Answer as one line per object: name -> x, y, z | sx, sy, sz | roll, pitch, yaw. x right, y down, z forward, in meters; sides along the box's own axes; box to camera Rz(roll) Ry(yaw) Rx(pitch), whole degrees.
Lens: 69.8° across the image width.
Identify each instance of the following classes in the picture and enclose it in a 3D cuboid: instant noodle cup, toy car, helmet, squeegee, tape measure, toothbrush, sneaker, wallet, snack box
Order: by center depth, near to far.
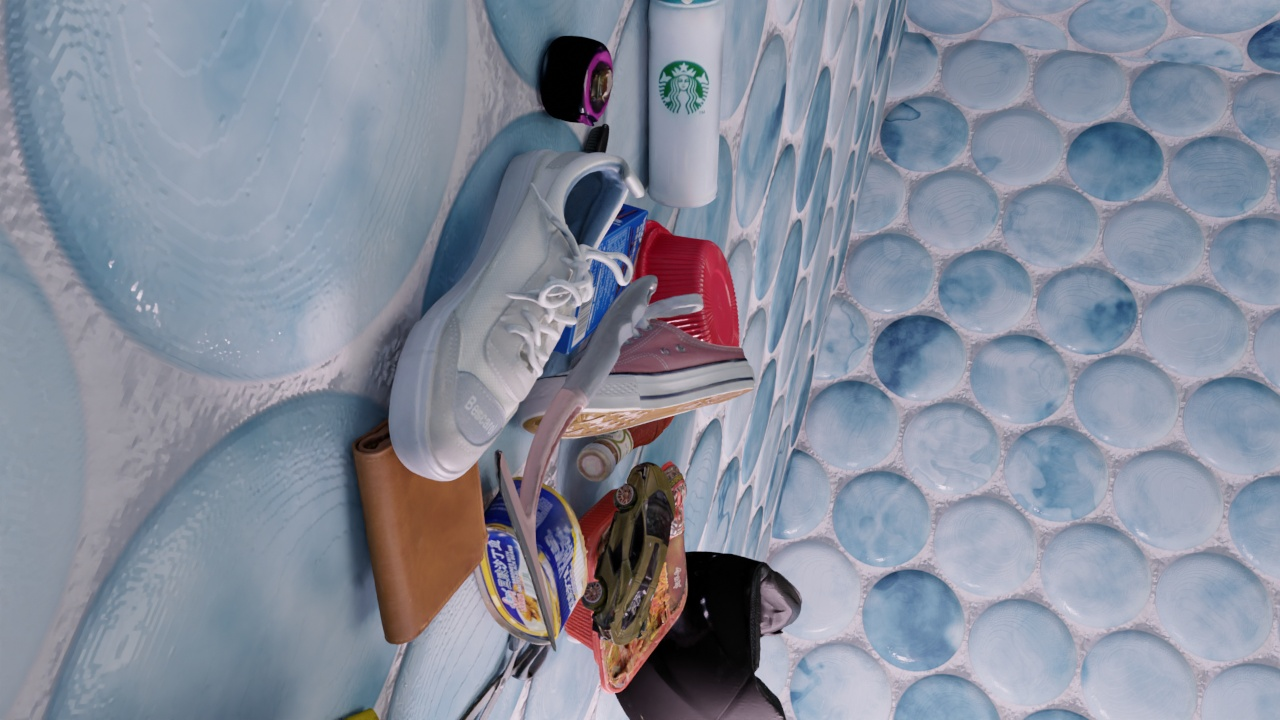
toothbrush -> -0.191, 0.216, 0.482 | 0.190, 0.017, 0.015 | 20, 84, -74
sneaker -> -0.062, -0.033, 0.547 | 0.089, 0.091, 0.241 | 60, 40, -47
wallet -> -0.125, 0.085, 0.559 | 0.118, 0.035, 0.131 | -55, 147, -61
squeegee -> -0.041, 0.033, 0.608 | 0.248, 0.040, 0.248 | 86, 22, -54
tape measure -> -0.041, -0.190, 0.624 | 0.057, 0.039, 0.057 | -46, 145, -60
toothbrush -> -0.057, -0.093, 0.702 | 0.014, 0.017, 0.189 | 27, 80, -69
snack box -> -0.035, -0.070, 0.737 | 0.156, 0.026, 0.085 | -49, 155, -64
sneaker -> -0.004, 0.004, 0.753 | 0.240, 0.119, 0.087 | -9, 77, -41
toy car -> -0.005, 0.166, 0.796 | 0.070, 0.042, 0.158 | 34, 67, -53
instant noodle cup -> -0.017, 0.205, 0.894 | 0.164, 0.079, 0.189 | -36, 128, -51
instant noodle cup -> 0.051, -0.048, 0.901 | 0.193, 0.066, 0.194 | -7, 90, -70
helmet -> 0.071, 0.355, 1.098 | 0.232, 0.230, 0.275 | -62, 167, -60

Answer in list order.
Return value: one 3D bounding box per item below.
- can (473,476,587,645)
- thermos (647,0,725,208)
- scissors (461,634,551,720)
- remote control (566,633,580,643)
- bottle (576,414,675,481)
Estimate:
can -> -0.083, 0.154, 0.693 | 0.148, 0.075, 0.049 | 88, 25, -42
thermos -> 0.039, -0.246, 0.798 | 0.073, 0.073, 0.225 | -59, 155, -47
scissors -> -0.115, 0.271, 0.787 | 0.175, 0.014, 0.159 | 37, 68, -71
remote control -> -0.048, 0.227, 0.964 | 0.056, 0.020, 0.136 | 26, 78, -72
bottle -> -0.007, 0.060, 0.906 | 0.205, 0.060, 0.060 | -43, 143, -61
